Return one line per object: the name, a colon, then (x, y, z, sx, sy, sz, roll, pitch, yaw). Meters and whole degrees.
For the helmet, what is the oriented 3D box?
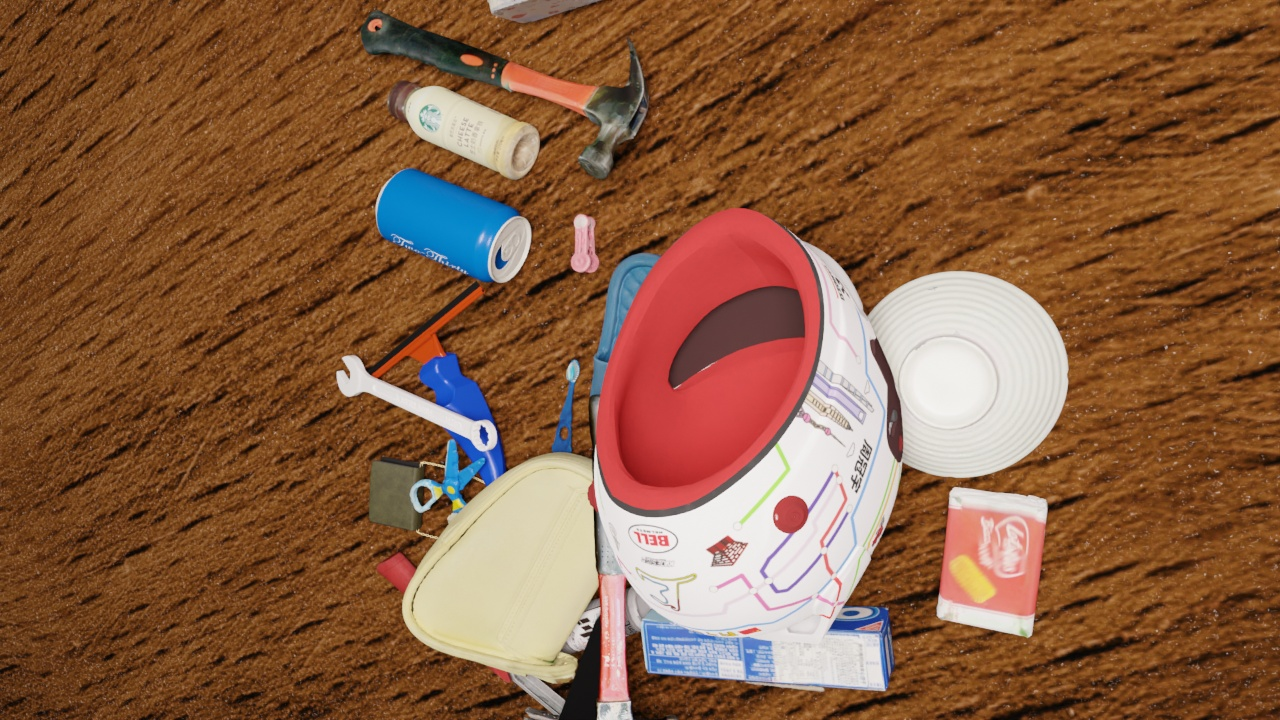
helmet: (0.093, 0.066, 0.741, 0.231, 0.236, 0.313, -1, 62, 37)

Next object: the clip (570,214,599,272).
clip: (-0.057, -0.114, 0.893, 0.022, 0.037, 0.058, -1, 91, 26)

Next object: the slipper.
slipper: (-0.005, 0.005, 0.871, 0.104, 0.059, 0.214, 5, 96, 25)

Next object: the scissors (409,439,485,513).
scissors: (-0.203, 0.127, 0.957, 0.105, 0.019, 0.132, 15, 120, 14)

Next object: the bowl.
bowl: (0.255, 0.015, 0.753, 0.177, 0.070, 0.177, 2, 96, 23)

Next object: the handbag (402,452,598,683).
handbag: (-0.105, 0.190, 0.894, 0.191, 0.088, 0.233, 32, 90, 2)

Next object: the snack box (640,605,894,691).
snack box: (0.114, 0.259, 0.845, 0.227, 0.059, 0.059, -4, 96, 25)

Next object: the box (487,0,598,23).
box: (-0.031, -0.377, 0.825, 0.217, 0.096, 0.105, -7, 87, 24)

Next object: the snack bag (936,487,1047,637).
snack bag: (0.294, 0.168, 0.770, 0.077, 0.036, 0.116, 7, 98, 23)

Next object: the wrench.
wrench: (-0.240, 0.044, 0.954, 0.274, 0.009, 0.047, 17, 108, 39)

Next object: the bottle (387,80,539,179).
bottle: (-0.181, -0.236, 0.922, 0.162, 0.056, 0.056, 27, 105, 19)

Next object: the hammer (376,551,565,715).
hammer: (-0.164, 0.303, 0.969, 0.316, 0.036, 0.126, 31, 131, 23)

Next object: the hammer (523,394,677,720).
hammer: (-0.036, 0.194, 0.837, 0.140, 0.036, 0.326, -1, 90, -3)

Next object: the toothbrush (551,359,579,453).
toothbrush: (-0.076, 0.064, 0.929, 0.021, 0.016, 0.132, 10, 99, 12)

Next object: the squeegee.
squeegee: (-0.187, 0.051, 0.954, 0.250, 0.055, 0.184, -31, 84, 41)

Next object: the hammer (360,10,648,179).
hammer: (-0.142, -0.282, 0.887, 0.333, 0.033, 0.133, 23, 77, 22)

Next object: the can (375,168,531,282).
can: (-0.190, -0.136, 0.923, 0.146, 0.078, 0.079, 24, 104, 19)

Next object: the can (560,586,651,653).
can: (-0.040, 0.261, 0.918, 0.107, 0.044, 0.044, -24, 85, 23)

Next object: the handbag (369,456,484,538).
handbag: (-0.210, 0.155, 0.996, 0.178, 0.027, 0.084, 8, 100, 17)
